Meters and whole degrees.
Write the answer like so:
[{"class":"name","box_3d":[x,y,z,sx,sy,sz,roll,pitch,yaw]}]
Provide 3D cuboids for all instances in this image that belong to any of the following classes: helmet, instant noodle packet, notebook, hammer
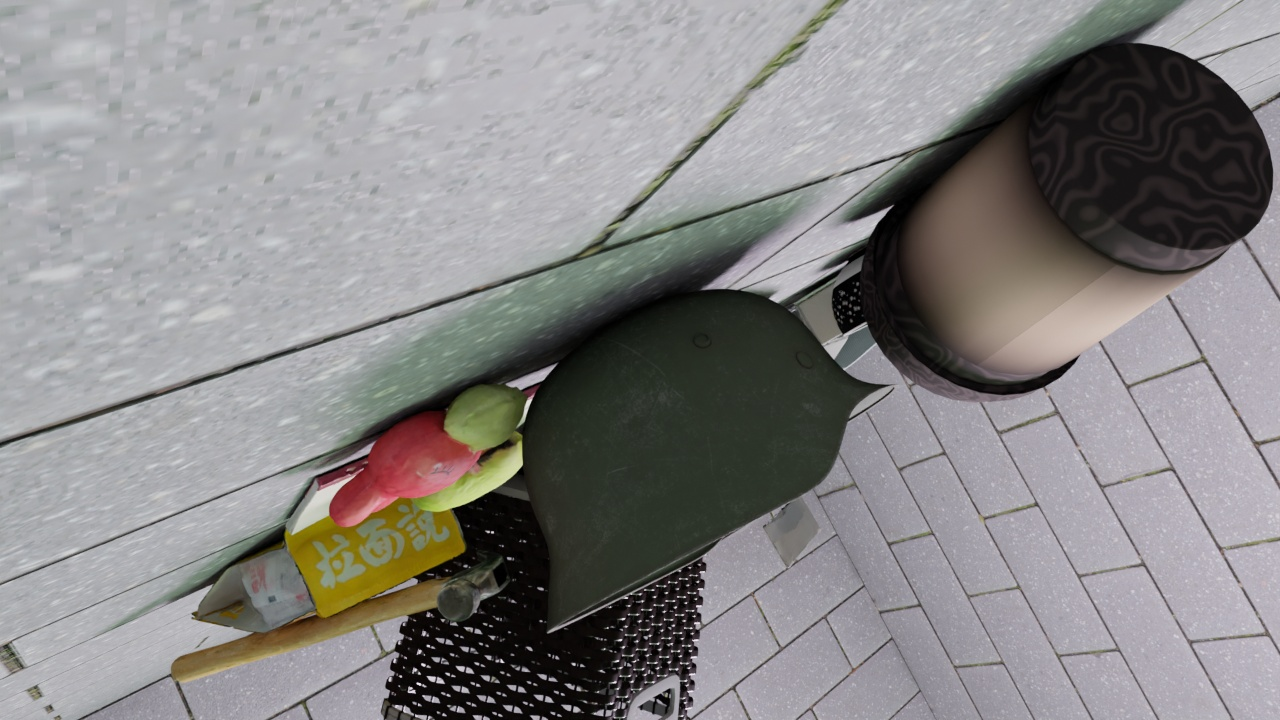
[{"class":"helmet","box_3d":[0.029,0.041,0.589,0.267,0.153,0.227,-23,166,-18]},{"class":"instant noodle packet","box_3d":[-0.296,0.188,0.847,0.222,0.084,0.162,-25,177,38]},{"class":"notebook","box_3d":[-0.158,0.069,0.698,0.208,0.012,0.153,-24,172,-34]},{"class":"hammer","box_3d":[-0.267,0.230,0.805,0.331,0.033,0.132,-19,-179,13]}]

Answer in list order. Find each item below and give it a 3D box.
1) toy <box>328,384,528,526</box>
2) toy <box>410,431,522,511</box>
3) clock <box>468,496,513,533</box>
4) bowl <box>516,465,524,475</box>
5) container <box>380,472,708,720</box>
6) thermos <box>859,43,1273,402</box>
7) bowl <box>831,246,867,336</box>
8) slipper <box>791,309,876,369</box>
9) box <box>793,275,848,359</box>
[{"class":"toy","box_3d":[-0.128,0.056,0.554,0.135,0.045,0.091,-34,172,4]},{"class":"toy","box_3d":[-0.126,0.081,0.677,0.092,0.043,0.118,-29,176,-13]},{"class":"clock","box_3d":[-0.175,0.165,1.107,0.117,0.083,0.057,-21,165,-41]},{"class":"bowl","box_3d":[-0.080,0.099,0.994,0.124,0.052,0.124,10,179,0]},{"class":"container","box_3d":[-0.080,0.251,0.943,0.246,0.243,0.247,9,179,26]},{"class":"thermos","box_3d":[0.262,-0.080,0.595,0.172,0.172,0.227,-26,168,-17]},{"class":"bowl","box_3d":[0.236,-0.081,0.891,0.120,0.066,0.120,-27,174,-3]},{"class":"slipper","box_3d":[0.274,-0.051,1.167,0.269,0.098,0.054,-30,172,16]},{"class":"box","box_3d":[0.196,0.002,1.076,0.420,0.108,0.165,-46,167,22]}]
